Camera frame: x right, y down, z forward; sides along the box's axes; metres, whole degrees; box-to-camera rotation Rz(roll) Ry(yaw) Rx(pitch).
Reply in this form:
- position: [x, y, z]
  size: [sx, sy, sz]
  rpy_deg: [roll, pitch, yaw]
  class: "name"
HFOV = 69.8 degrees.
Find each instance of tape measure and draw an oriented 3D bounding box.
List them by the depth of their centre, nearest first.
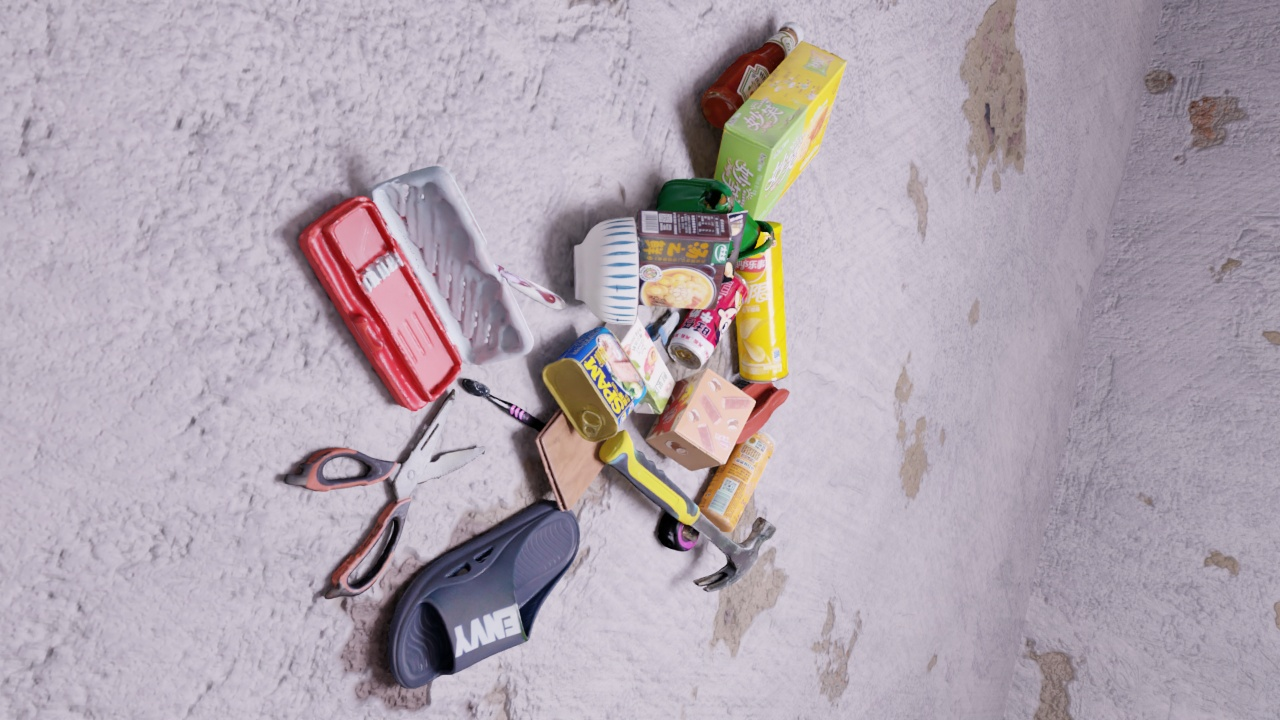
- position: [0.053, 0.222, 1.205]
  size: [0.058, 0.039, 0.057]
  rpy_deg: [39, 67, -47]
  class: "tape measure"

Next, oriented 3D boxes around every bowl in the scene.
- position: [-0.039, -0.097, 0.994]
  size: [0.066, 0.116, 0.116]
  rpy_deg: [-1, 101, -6]
  class: "bowl"

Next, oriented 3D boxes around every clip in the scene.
- position: [0.031, -0.042, 1.142]
  size: [0.058, 0.043, 0.027]
  rpy_deg: [-46, 127, -44]
  class: "clip"

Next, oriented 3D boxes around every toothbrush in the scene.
- position: [-0.136, -0.088, 0.933]
  size: [0.187, 0.017, 0.016]
  rpy_deg: [28, 77, -48]
  class: "toothbrush"
- position: [-0.124, 0.060, 0.980]
  size: [0.189, 0.018, 0.014]
  rpy_deg: [38, 66, -48]
  class: "toothbrush"

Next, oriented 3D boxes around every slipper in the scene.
- position: [-0.141, 0.235, 0.946]
  size: [0.267, 0.083, 0.111]
  rpy_deg: [-33, 120, -43]
  class: "slipper"

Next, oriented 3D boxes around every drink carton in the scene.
- position: [-0.006, 0.006, 1.085]
  size: [0.122, 0.046, 0.053]
  rpy_deg: [60, 43, -39]
  class: "drink carton"

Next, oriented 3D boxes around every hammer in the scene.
- position: [0.054, 0.188, 1.143]
  size: [0.126, 0.032, 0.323]
  rpy_deg: [-53, 129, -9]
  class: "hammer"

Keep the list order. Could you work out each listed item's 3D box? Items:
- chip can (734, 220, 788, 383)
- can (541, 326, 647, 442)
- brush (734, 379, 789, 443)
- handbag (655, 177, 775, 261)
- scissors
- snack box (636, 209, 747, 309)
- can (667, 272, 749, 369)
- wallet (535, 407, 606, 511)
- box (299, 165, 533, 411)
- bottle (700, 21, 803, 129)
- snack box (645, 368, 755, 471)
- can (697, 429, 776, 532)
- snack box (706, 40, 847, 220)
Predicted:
- position: [0.162, -0.080, 1.250]
  size: [0.071, 0.072, 0.213]
  rpy_deg: [-25, 117, -45]
  class: "chip can"
- position: [-0.048, 0.024, 1.006]
  size: [0.102, 0.057, 0.083]
  rpy_deg: [57, 39, -14]
  class: "can"
- position: [0.146, 0.070, 1.262]
  size: [0.145, 0.069, 0.063]
  rpy_deg: [-34, 123, -41]
  class: "brush"
- position: [0.084, -0.163, 1.103]
  size: [0.131, 0.120, 0.068]
  rpy_deg: [33, 66, -46]
  class: "handbag"
- position: [-0.233, 0.122, 0.862]
  size: [0.225, 0.015, 0.189]
  rpy_deg: [-1, 98, -49]
  class: "scissors"
- position: [0.054, -0.116, 1.046]
  size: [0.113, 0.125, 0.053]
  rpy_deg: [97, -5, -49]
  class: "snack box"
- position: [0.088, -0.053, 1.180]
  size: [0.132, 0.053, 0.053]
  rpy_deg: [-56, 135, -27]
  class: "can"
- position: [-0.074, 0.096, 1.026]
  size: [0.115, 0.020, 0.101]
  rpy_deg: [-54, 135, -49]
  class: "wallet"
- position: [-0.197, -0.063, 0.826]
  size: [0.154, 0.074, 0.201]
  rpy_deg: [-29, 123, -9]
  class: "box"
- position: [0.151, -0.374, 1.185]
  size: [0.205, 0.060, 0.060]
  rpy_deg: [-51, 132, -31]
  class: "bottle"
- position: [0.073, 0.075, 1.138]
  size: [0.077, 0.093, 0.094]
  rpy_deg: [34, 68, -12]
  class: "snack box"
- position: [0.133, 0.164, 1.275]
  size: [0.145, 0.058, 0.058]
  rpy_deg: [-58, 135, -24]
  class: "can"
- position: [0.172, -0.282, 1.171]
  size: [0.209, 0.070, 0.158]
  rpy_deg: [-51, 163, -31]
  class: "snack box"
